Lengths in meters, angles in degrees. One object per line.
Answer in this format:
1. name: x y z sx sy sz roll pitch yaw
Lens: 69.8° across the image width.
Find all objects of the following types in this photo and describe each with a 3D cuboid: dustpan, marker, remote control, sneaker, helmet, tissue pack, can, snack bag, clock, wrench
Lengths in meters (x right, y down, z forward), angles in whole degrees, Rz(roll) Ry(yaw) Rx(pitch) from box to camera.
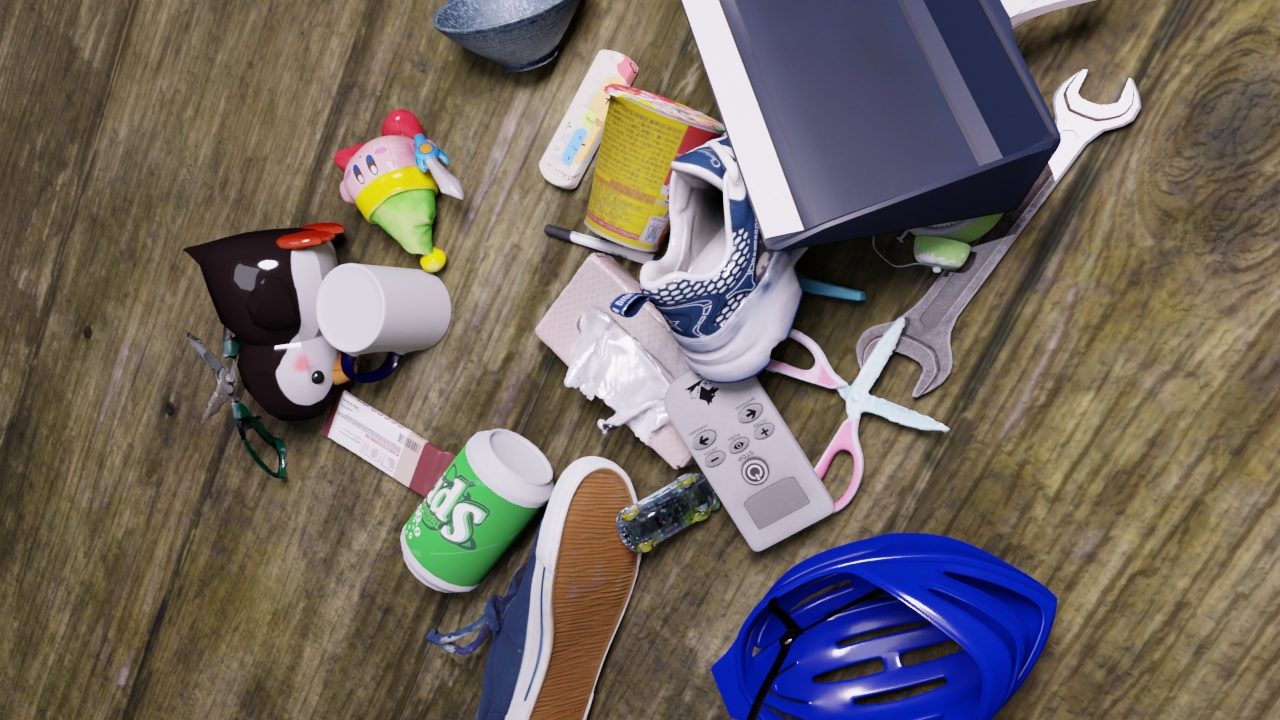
1. dustpan: 0.188 -0.212 0.606 0.273 0.080 0.236 -11 65 -8
2. marker: -0.019 -0.096 0.794 0.152 0.011 0.011 19 100 23
3. remote control: -0.046 -0.209 0.799 0.038 0.018 0.126 35 104 20
4. sneaker: -0.094 0.210 0.804 0.127 0.120 0.295 28 107 44
5. helmet: 0.153 0.214 0.610 0.242 0.227 0.148 -21 93 25
6. tissue pack: -0.004 0.004 0.764 0.181 0.071 0.104 44 108 13
7. can: -0.146 0.135 0.820 0.088 0.087 0.140 44 108 17
8. sneaker: 0.078 -0.125 0.654 0.103 0.132 0.269 25 86 48
9. snack bag: -0.251 0.083 0.907 0.158 0.013 0.057 26 100 21
10. clock: 0.216 -0.119 0.660 0.119 0.042 0.094 -49 60 19
11. wrench: 0.256 -0.088 0.668 0.070 0.010 0.274 39 107 18
12. remote control: 0.081 0.070 0.712 0.074 0.019 0.151 -32 92 15

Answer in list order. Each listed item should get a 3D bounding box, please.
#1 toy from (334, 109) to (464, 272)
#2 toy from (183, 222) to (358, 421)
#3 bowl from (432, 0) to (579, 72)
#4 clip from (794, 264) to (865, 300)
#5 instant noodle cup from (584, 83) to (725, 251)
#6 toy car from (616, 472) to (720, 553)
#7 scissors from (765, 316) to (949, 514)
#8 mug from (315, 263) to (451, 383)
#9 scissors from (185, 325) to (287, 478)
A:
1. toy: -0.216 -0.158 0.857 0.124 0.096 0.131 -26 63 17
2. toy: -0.349 -0.031 0.880 0.140 0.159 0.184 -5 106 -7
3. bowl: -0.104 -0.286 0.789 0.137 0.136 0.057 2 133 25
4. clip: 0.114 -0.064 0.728 0.116 0.026 0.097 -16 83 24
5. instant noodle cup: 0.006 -0.152 0.742 0.100 0.100 0.113 28 112 21
6. toy car: 0.022 0.124 0.764 0.089 0.027 0.039 -29 100 -6
7. scissors: 0.148 0.033 0.714 0.177 0.013 0.171 34 113 25
8. mug: -0.241 -0.032 0.851 0.079 0.096 0.112 23 101 22
9. scissors: -0.396 0.013 0.927 0.015 0.202 0.205 -8 49 4
